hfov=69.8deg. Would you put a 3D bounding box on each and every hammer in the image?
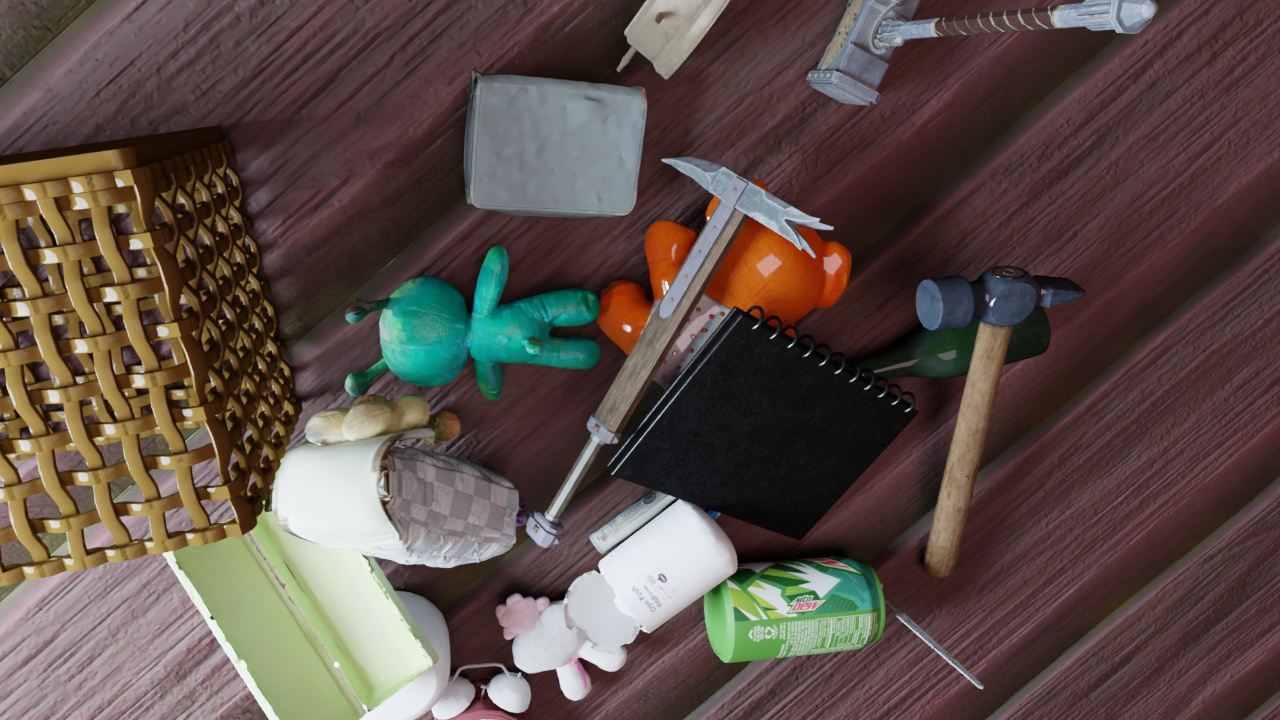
[{"bbox_3d":[0.199,-0.207,0.567,0.044,0.322,0.098,21,102,-18],"label":"hammer"},{"bbox_3d":[0.284,0.067,0.789,0.129,0.040,0.322,-7,124,-10],"label":"hammer"},{"bbox_3d":[-0.004,0.004,0.678,0.028,0.147,0.317,14,111,-54],"label":"hammer"}]

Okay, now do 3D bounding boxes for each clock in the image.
[{"bbox_3d":[-0.141,0.323,0.812,0.087,0.044,0.125,-1,109,-12],"label":"clock"},{"bbox_3d":[0.036,-0.266,0.647,0.054,0.093,0.140,35,72,-13],"label":"clock"}]

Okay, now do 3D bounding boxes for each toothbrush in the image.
[{"bbox_3d":[0.237,0.226,0.789,0.010,0.181,0.010,1,104,-18],"label":"toothbrush"},{"bbox_3d":[0.035,0.105,0.793,0.185,0.022,0.024,-37,129,3],"label":"toothbrush"}]

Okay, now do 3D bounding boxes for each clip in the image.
[{"bbox_3d":[-0.114,0.134,0.766,0.050,0.045,0.014,-32,113,-16],"label":"clip"}]

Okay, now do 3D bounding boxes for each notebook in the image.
[{"bbox_3d":[0.109,0.059,0.745,0.231,0.019,0.169,25,112,-37],"label":"notebook"}]

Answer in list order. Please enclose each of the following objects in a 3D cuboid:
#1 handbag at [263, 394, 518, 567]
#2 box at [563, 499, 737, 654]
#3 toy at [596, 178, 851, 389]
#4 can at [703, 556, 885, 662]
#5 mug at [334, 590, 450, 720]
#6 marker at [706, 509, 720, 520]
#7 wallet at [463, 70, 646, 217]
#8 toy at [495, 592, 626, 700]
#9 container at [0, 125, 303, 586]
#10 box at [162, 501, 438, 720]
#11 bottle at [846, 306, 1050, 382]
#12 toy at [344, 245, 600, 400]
[{"bbox_3d":[-0.172,0.090,0.687,0.113,0.123,0.171,-12,156,27],"label":"handbag"},{"bbox_3d":[0.003,0.188,0.778,0.160,0.091,0.081,-36,94,-3],"label":"box"},{"bbox_3d":[0.069,-0.050,0.721,0.163,0.092,0.173,35,110,-17],"label":"toy"},{"bbox_3d":[0.136,0.220,0.818,0.144,0.083,0.083,-2,108,-12],"label":"can"},{"bbox_3d":[-0.210,0.238,0.757,0.094,0.068,0.115,-26,111,-3],"label":"mug"},{"bbox_3d":[0.038,0.167,0.818,0.013,0.013,0.142,41,95,-20],"label":"marker"},{"bbox_3d":[-0.063,-0.158,0.673,0.131,0.054,0.100,3,116,-15],"label":"wallet"},{"bbox_3d":[-0.076,0.244,0.805,0.125,0.037,0.076,41,99,-18],"label":"toy"},{"bbox_3d":[-0.374,-0.012,0.561,0.251,0.219,0.214,-11,109,-9],"label":"container"},{"bbox_3d":[-0.254,0.187,0.694,0.133,0.061,0.188,-32,80,-36],"label":"box"},{"bbox_3d":[0.258,-0.009,0.788,0.174,0.055,0.055,-16,110,-4],"label":"bottle"},{"bbox_3d":[-0.124,-0.019,0.690,0.193,0.072,0.131,-3,117,-10],"label":"toy"}]
